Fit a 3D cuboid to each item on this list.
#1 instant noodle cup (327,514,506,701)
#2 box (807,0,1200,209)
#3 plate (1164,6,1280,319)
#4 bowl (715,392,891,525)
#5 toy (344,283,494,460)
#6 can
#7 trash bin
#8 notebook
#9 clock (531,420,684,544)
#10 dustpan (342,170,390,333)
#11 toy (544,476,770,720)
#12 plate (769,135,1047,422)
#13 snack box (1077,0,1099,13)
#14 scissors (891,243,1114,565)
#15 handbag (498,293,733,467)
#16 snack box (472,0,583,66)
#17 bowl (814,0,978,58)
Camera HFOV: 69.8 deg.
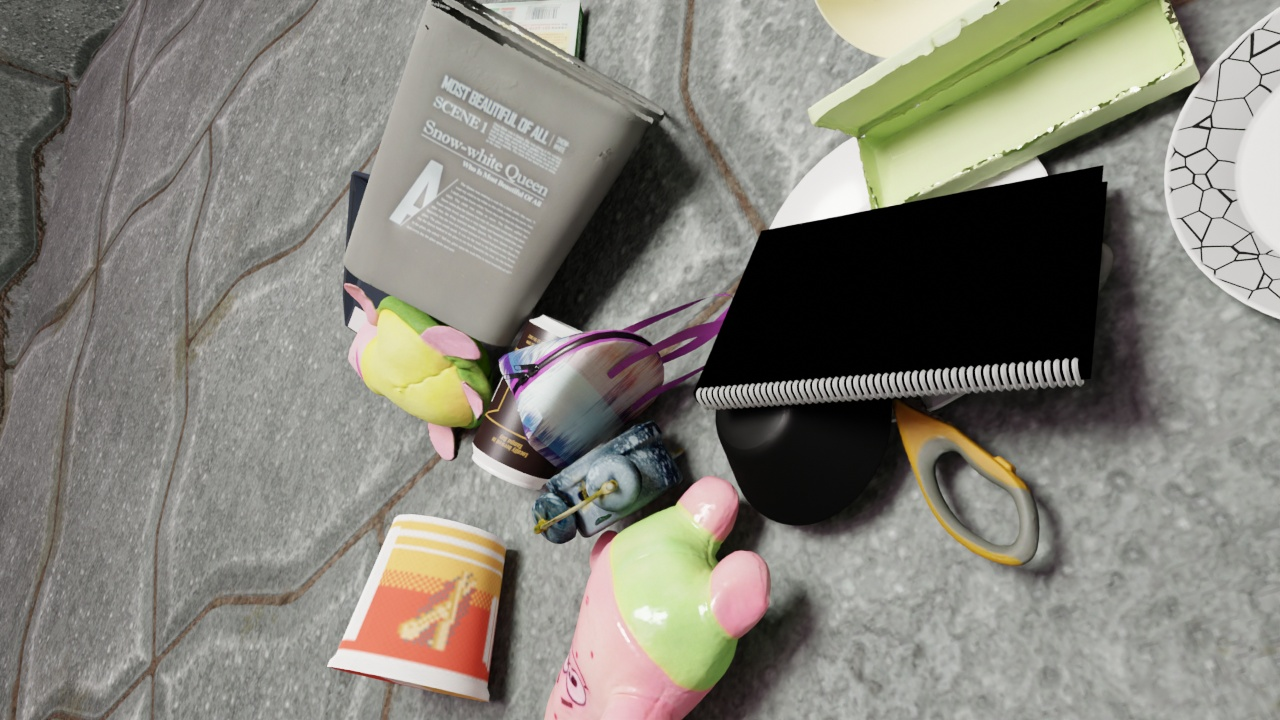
[{"bbox_3d":[-0.167,0.195,0.730,0.124,0.123,0.121,-10,58,42],"label":"instant noodle cup"},{"bbox_3d":[0.203,-0.148,0.524,0.188,0.091,0.083,-26,79,39],"label":"box"},{"bbox_3d":[0.346,-0.098,0.415,0.189,0.016,0.188,-20,60,38],"label":"plate"},{"bbox_3d":[0.083,0.033,0.553,0.124,0.052,0.124,-24,56,42],"label":"bowl"},{"bbox_3d":[-0.197,0.002,0.830,0.087,0.190,0.239,-41,25,-27],"label":"toy"},{"bbox_3d":[-0.081,0.033,0.741,0.072,0.072,0.128,28,93,47],"label":"can"},{"bbox_3d":[-0.119,-0.153,0.754,0.220,0.197,0.197,-60,8,17],"label":"trash bin"},{"bbox_3d":[0.140,-0.037,0.510,0.207,0.016,0.148,-6,44,36],"label":"notebook"},{"bbox_3d":[-0.024,0.085,0.628,0.090,0.129,0.052,-35,81,30],"label":"clock"},{"bbox_3d":[-0.250,-0.144,0.976,0.236,0.080,0.273,25,91,47],"label":"dustpan"},{"bbox_3d":[-0.007,0.186,0.589,0.237,0.096,0.191,-58,20,22],"label":"toy"},{"bbox_3d":[0.160,-0.059,0.583,0.209,0.015,0.208,-20,60,38],"label":"plate"},{"bbox_3d":[0.248,-0.268,0.532,0.040,0.088,0.125,-26,56,35],"label":"snack box"},{"bbox_3d":[0.170,0.004,0.522,0.225,0.016,0.225,-52,43,17],"label":"scissors"},{"bbox_3d":[-0.004,0.004,0.645,0.170,0.144,0.068,-25,65,4],"label":"handbag"},{"bbox_3d":[-0.128,-0.280,0.907,0.132,0.027,0.167,1,70,9],"label":"snack box"},{"bbox_3d":[0.164,-0.248,0.537,0.118,0.118,0.073,-17,35,39],"label":"bowl"}]
